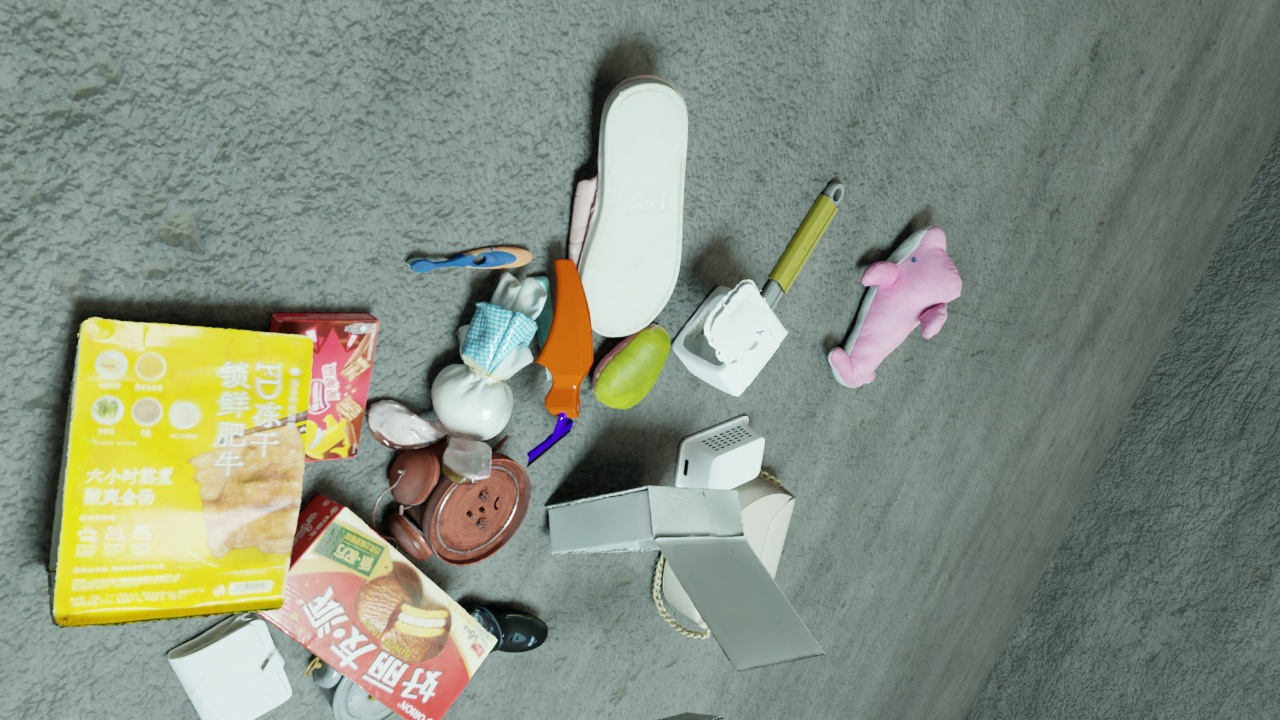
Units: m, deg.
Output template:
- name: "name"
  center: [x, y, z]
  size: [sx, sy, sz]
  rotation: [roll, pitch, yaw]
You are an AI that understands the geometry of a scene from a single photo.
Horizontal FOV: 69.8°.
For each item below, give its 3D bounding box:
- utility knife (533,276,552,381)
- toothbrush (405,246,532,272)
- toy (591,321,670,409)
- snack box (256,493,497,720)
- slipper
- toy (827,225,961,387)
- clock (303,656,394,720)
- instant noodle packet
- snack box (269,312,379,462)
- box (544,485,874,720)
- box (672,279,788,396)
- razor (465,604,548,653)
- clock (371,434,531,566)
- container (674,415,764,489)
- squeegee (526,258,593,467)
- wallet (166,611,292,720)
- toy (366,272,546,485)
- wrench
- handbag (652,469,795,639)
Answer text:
- name: "utility knife"
  center: [-0.097, -0.030, 0.943]
  size: [0.022, 0.015, 0.129]
  rotation: [-26, 131, -28]
- name: "toothbrush"
  center: [-0.156, -0.093, 0.848]
  size: [0.134, 0.017, 0.022]
  rotation: [-11, 124, -44]
- name: "toy"
  center: [-0.006, 0.006, 1.019]
  size: [0.110, 0.051, 0.090]
  rotation: [-50, 149, 13]
- name: "snack box"
  center: [-0.251, 0.242, 0.864]
  size: [0.113, 0.060, 0.236]
  rotation: [-52, 126, -23]
- name: "slipper"
  center: [-0.011, -0.148, 0.912]
  size: [0.114, 0.054, 0.275]
  rotation: [-1, 124, -17]
- name: "toy"
  center: [0.378, -0.067, 1.318]
  size: [0.186, 0.128, 0.266]
  rotation: [25, 99, -53]
- name: "clock"
  center: [-0.282, 0.318, 0.930]
  size: [0.104, 0.056, 0.148]
  rotation: [-59, 141, -4]
- name: "instant noodle packet"
  center: [-0.348, 0.079, 0.703]
  size: [0.162, 0.084, 0.222]
  rotation: [5, 104, -35]
- name: "snack box"
  center: [-0.277, 0.024, 0.786]
  size: [0.089, 0.021, 0.133]
  rotation: [-3, 115, -43]
- name: "box"
  center: [0.071, 0.229, 0.992]
  size: [0.166, 0.369, 0.150]
  rotation: [11, 107, -47]
- name: "box"
  center: [0.093, -0.039, 1.048]
  size: [0.108, 0.124, 0.137]
  rotation: [-53, 137, -7]
- name: "razor"
  center: [-0.154, 0.313, 1.049]
  size: [0.140, 0.064, 0.053]
  rotation: [26, 94, -48]
- name: "clock"
  center: [-0.188, 0.137, 0.905]
  size: [0.157, 0.072, 0.121]
  rotation: [-13, 121, -42]
- name: "container"
  center: [0.111, 0.132, 1.221]
  size: [0.129, 0.049, 0.081]
  rotation: [-17, 124, -38]
- name: "squeegee"
  center: [-0.074, -0.007, 0.900]
  size: [0.249, 0.055, 0.185]
  rotation: [-33, 123, -85]
- name: "wallet"
  center: [-0.371, 0.290, 0.842]
  size: [0.086, 0.032, 0.116]
  rotation: [-30, 132, -27]
- name: "toy"
  center: [-0.153, 0.010, 0.871]
  size: [0.106, 0.131, 0.205]
  rotation: [74, 41, -77]
- name: "wrench"
  center: [0.187, -0.110, 1.179]
  size: [0.273, 0.018, 0.083]
  rotation: [-58, 139, -3]
- name: "handbag"
  center: [0.129, 0.269, 1.282]
  size: [0.208, 0.103, 0.211]
  rotation: [-16, 125, -44]
